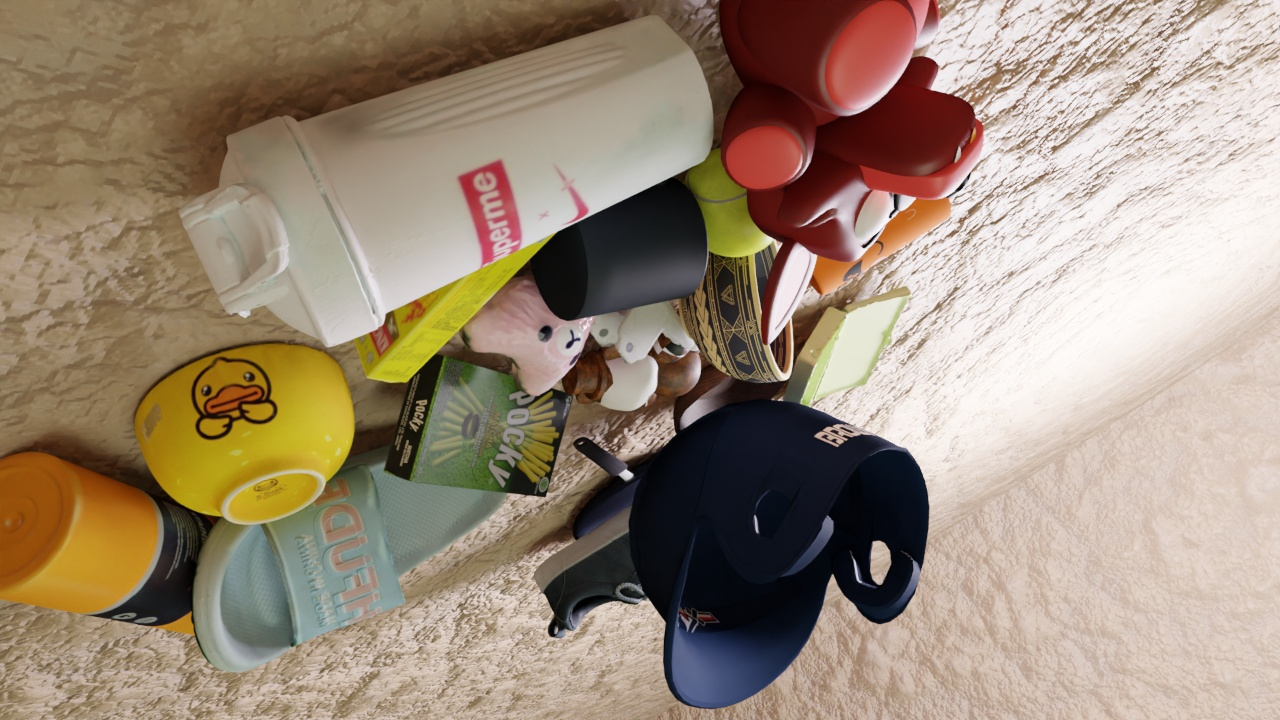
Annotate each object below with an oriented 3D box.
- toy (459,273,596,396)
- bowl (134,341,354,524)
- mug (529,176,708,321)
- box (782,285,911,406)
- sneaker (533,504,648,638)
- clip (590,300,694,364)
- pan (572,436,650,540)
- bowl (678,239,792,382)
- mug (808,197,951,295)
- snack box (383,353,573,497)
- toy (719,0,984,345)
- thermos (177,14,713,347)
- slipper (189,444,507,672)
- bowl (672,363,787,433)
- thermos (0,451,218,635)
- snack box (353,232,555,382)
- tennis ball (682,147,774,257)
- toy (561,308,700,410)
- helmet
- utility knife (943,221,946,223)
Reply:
[{"bbox_3d":[-0.056,-0.028,0.568,0.096,0.053,0.099,-44,146,-2],"label":"toy"},{"bbox_3d":[-0.219,0.051,0.527,0.117,0.067,0.117,-24,155,-12],"label":"bowl"},{"bbox_3d":[-0.012,-0.079,0.511,0.077,0.071,0.105,-14,124,-30],"label":"mug"},{"bbox_3d":[0.185,0.004,0.895,0.140,0.047,0.188,-32,157,-15],"label":"box"},{"bbox_3d":[-0.006,0.214,0.983,0.236,0.087,0.089,-32,155,7],"label":"sneaker"},{"bbox_3d":[-0.006,-0.027,0.613,0.054,0.040,0.101,-48,130,-11],"label":"clip"},{"bbox_3d":[-0.006,0.122,0.937,0.199,0.021,0.356,-31,156,4],"label":"pan"},{"bbox_3d":[0.060,-0.038,0.619,0.061,0.112,0.112,-9,161,19],"label":"bowl"},{"bbox_3d":[0.132,-0.111,0.593,0.096,0.077,0.112,-32,128,7],"label":"mug"},{"bbox_3d":[-0.106,0.048,0.633,0.147,0.025,0.080,22,82,-59],"label":"snack box"},{"bbox_3d":[0.104,-0.118,0.448,0.158,0.121,0.197,-51,149,-29],"label":"toy"},{"bbox_3d":[-0.079,-0.083,0.398,0.220,0.099,0.099,-26,155,-16],"label":"thermos"},{"bbox_3d":[-0.177,0.114,0.613,0.074,0.104,0.244,5,-157,43],"label":"slipper"},{"bbox_3d":[0.077,0.025,0.831,0.117,0.030,0.118,-23,155,-12],"label":"bowl"},{"bbox_3d":[-0.295,0.123,0.572,0.091,0.076,0.233,-22,155,1],"label":"thermos"},{"bbox_3d":[-0.101,-0.047,0.497,0.148,0.040,0.028,-41,153,24],"label":"snack box"},{"bbox_3d":[0.056,-0.094,0.542,0.065,0.065,0.065,-23,155,-12],"label":"tennis ball"},{"bbox_3d":[-0.004,0.004,0.678,0.112,0.067,0.087,-2,145,-29],"label":"toy"},{"bbox_3d":[0.093,0.165,0.790,0.232,0.223,0.272,30,77,-46],"label":"helmet"},{"bbox_3d":[0.216,-0.118,0.715,0.123,0.022,0.015,4,132,-49],"label":"utility knife"}]
